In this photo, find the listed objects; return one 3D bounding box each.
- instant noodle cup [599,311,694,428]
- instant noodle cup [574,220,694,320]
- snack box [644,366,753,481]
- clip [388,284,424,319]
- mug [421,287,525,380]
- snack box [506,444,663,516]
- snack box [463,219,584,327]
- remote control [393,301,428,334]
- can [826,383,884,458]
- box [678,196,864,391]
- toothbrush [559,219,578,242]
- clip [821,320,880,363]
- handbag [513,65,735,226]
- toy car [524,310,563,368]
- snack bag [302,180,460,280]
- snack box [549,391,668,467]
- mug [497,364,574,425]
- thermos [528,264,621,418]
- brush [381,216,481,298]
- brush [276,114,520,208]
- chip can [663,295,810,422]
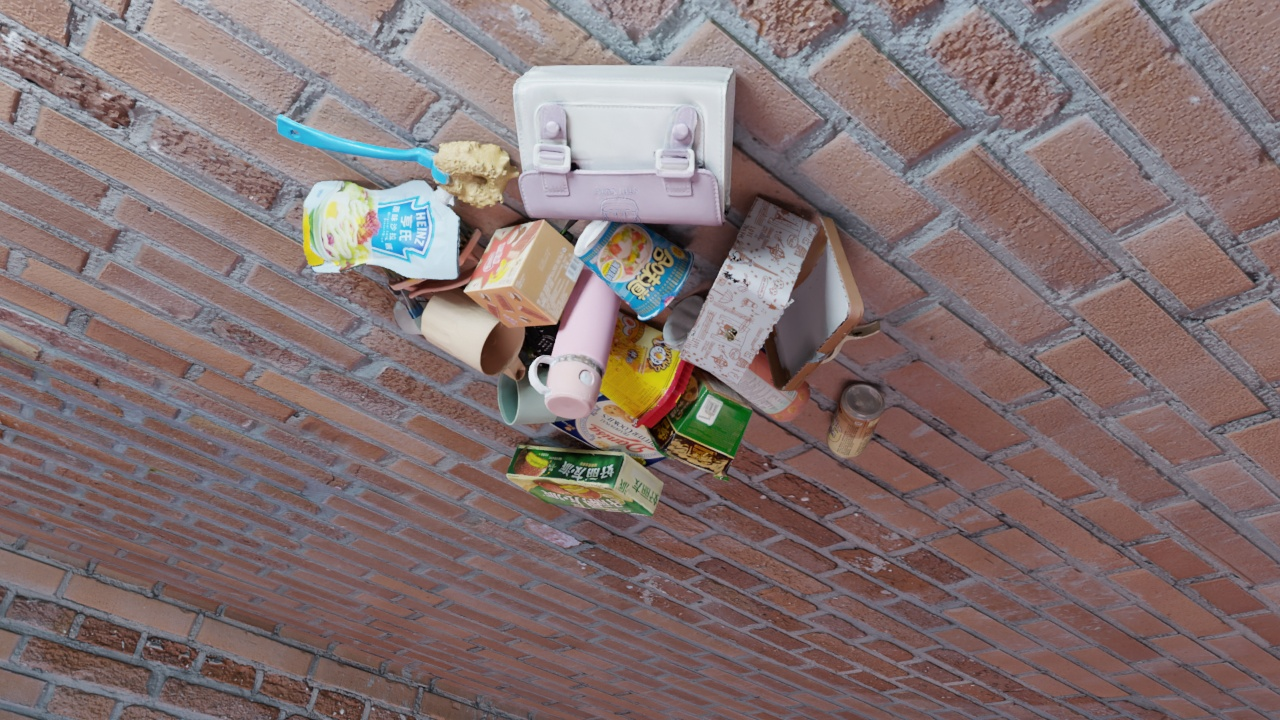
[{"bbox_3d":[-0.007,0.007,1.197,0.123,0.116,0.116,31,142,-9],"label":"instant noodle cup"},{"bbox_3d":[-0.011,-0.116,1.034,0.110,0.099,0.099,37,139,-20],"label":"instant noodle cup"},{"bbox_3d":[0.084,0.077,1.236,0.118,0.117,0.106,24,107,-24],"label":"snack box"},{"bbox_3d":[-0.309,-0.081,1.207,0.028,0.024,0.056,-21,112,34],"label":"clip"},{"bbox_3d":[-0.207,-0.029,1.170,0.103,0.084,0.125,27,160,24],"label":"mug"},{"bbox_3d":[-0.092,0.190,1.469,0.241,0.063,0.114,-1,150,39],"label":"snack box"},{"bbox_3d":[-0.134,-0.099,1.065,0.095,0.092,0.077,-2,148,45],"label":"snack box"},{"bbox_3d":[-0.266,-0.055,1.247,0.135,0.019,0.056,3,145,11],"label":"remote control"},{"bbox_3d":[0.294,0.084,1.263,0.058,0.058,0.116,8,146,4],"label":"can"},{"bbox_3d":[0.155,-0.061,1.017,0.158,0.148,0.182,27,145,3],"label":"box"},{"bbox_3d":[-0.045,-0.184,0.994,0.027,0.026,0.213,35,141,-10],"label":"toothbrush"},{"bbox_3d":[0.235,-0.036,1.130,0.076,0.034,0.104,27,138,-23],"label":"clip"},{"bbox_3d":[-0.013,-0.200,0.868,0.197,0.098,0.145,4,124,11],"label":"handbag"},{"bbox_3d":[-0.127,-0.044,1.205,0.071,0.041,0.156,-2,139,17],"label":"toy car"},{"bbox_3d":[-0.294,-0.151,1.051,0.191,0.110,0.039,3,176,14],"label":"snack bag"},{"bbox_3d":[-0.010,0.088,1.363,0.178,0.045,0.183,31,140,-28],"label":"snack box"},{"bbox_3d":[-0.142,0.041,1.291,0.106,0.112,0.082,-4,115,-28],"label":"mug"},{"bbox_3d":[-0.074,-0.031,1.073,0.087,0.198,0.067,28,143,-22],"label":"thermos"},{"bbox_3d":[-0.254,-0.116,1.117,0.146,0.063,0.073,-17,127,35],"label":"brush"},{"bbox_3d":[-0.256,-0.217,0.977,0.254,0.045,0.083,12,148,-11],"label":"brush"},{"bbox_3d":[0.127,0.002,1.177,0.071,0.071,0.214,-24,133,40],"label":"chip can"}]
